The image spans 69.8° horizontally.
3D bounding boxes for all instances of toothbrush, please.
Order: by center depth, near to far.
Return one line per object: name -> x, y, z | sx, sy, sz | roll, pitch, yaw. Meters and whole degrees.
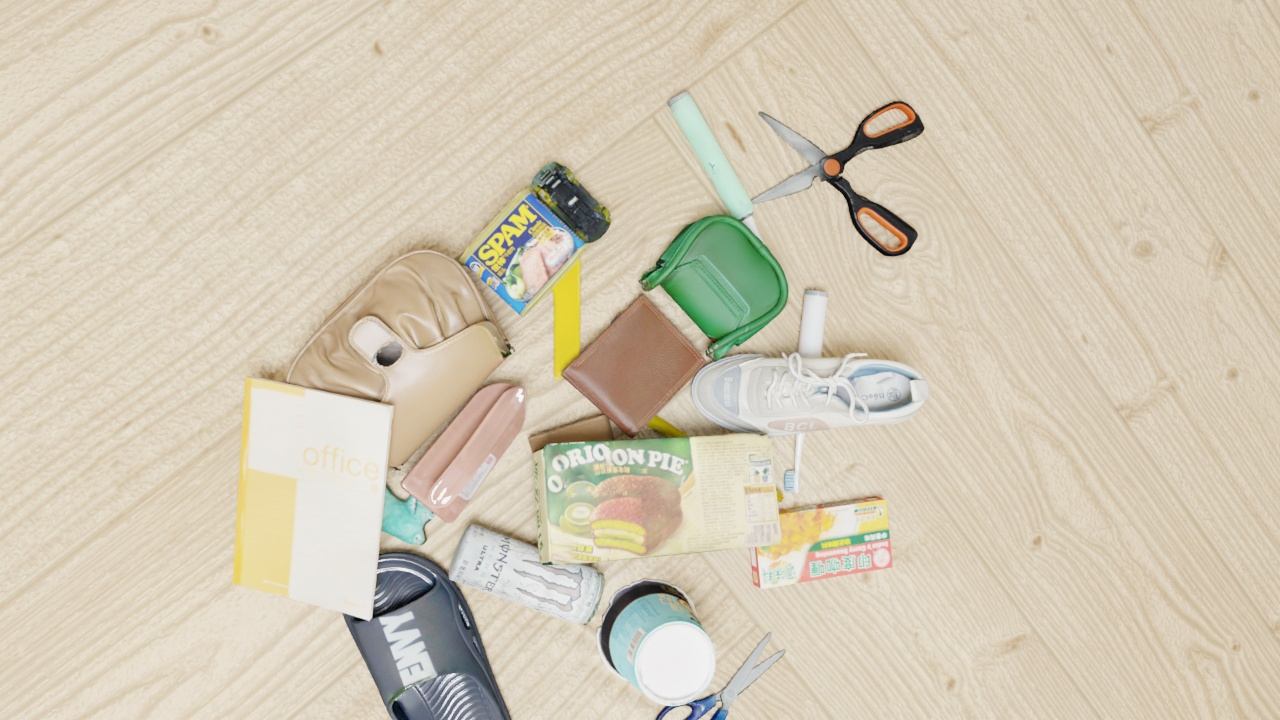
toothbrush -> 0.073, 0.101, 0.975 | 0.190, 0.017, 0.015 | 32, 81, -11
toothbrush -> 0.095, -0.185, 0.982 | 0.027, 0.026, 0.224 | -28, 97, 27
toothbrush -> 0.179, 0.034, 0.997 | 0.026, 0.026, 0.221 | 6, 87, 29

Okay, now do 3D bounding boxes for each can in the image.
can -> -0.114, -0.105, 0.907 | 0.083, 0.057, 0.102 | 42, 88, -3
can -> -0.112, 0.212, 0.908 | 0.146, 0.058, 0.058 | 23, 84, -11

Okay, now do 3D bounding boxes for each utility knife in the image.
utility knife -> -0.078, -0.056, 0.945 | 0.033, 0.015, 0.153 | 1, 89, -6

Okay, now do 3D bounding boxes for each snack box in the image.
snack box -> 0.017, 0.136, 0.906 | 0.239, 0.063, 0.114 | -2, 79, -19
snack box -> 0.195, 0.196, 0.996 | 0.155, 0.027, 0.077 | -6, 91, -13

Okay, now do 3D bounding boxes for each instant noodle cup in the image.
instant noodle cup -> 0.022, 0.283, 0.906 | 0.111, 0.120, 0.111 | 0, 89, -13

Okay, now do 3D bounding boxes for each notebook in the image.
notebook -> -0.302, 0.126, 0.839 | 0.146, 0.010, 0.206 | 11, 102, 10

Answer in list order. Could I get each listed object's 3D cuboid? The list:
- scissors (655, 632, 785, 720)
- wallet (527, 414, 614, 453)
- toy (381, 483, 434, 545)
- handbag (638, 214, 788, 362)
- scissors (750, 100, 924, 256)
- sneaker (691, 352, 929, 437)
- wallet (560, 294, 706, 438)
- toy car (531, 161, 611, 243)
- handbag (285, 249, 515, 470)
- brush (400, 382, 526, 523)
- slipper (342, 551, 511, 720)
scissors -> 0.093, 0.370, 0.977 | 0.171, 0.012, 0.140 | -11, 89, -14
wallet -> -0.059, 0.120, 0.937 | 0.090, 0.033, 0.115 | -17, 92, -16
toy -> -0.242, 0.142, 0.896 | 0.092, 0.030, 0.096 | 31, 75, -16
handbag -> 0.079, -0.078, 0.954 | 0.131, 0.068, 0.120 | 46, 80, -8
scissors -> 0.229, -0.207, 1.019 | 0.234, 0.022, 0.221 | -35, 92, -11
sneaker -> 0.173, 0.035, 0.938 | 0.242, 0.091, 0.089 | -1, 86, 5
wallet -> -0.006, 0.006, 0.944 | 0.101, 0.032, 0.124 | 46, 69, -4
toy car -> -0.071, -0.159, 0.937 | 0.091, 0.036, 0.043 | 46, 78, -7
handbag -> -0.226, -0.003, 0.865 | 0.148, 0.100, 0.204 | 44, 86, -5
brush -> -0.161, 0.082, 0.886 | 0.063, 0.073, 0.145 | 42, 70, -15
slipper -> -0.193, 0.306, 0.877 | 0.110, 0.083, 0.268 | -27, 96, -14
